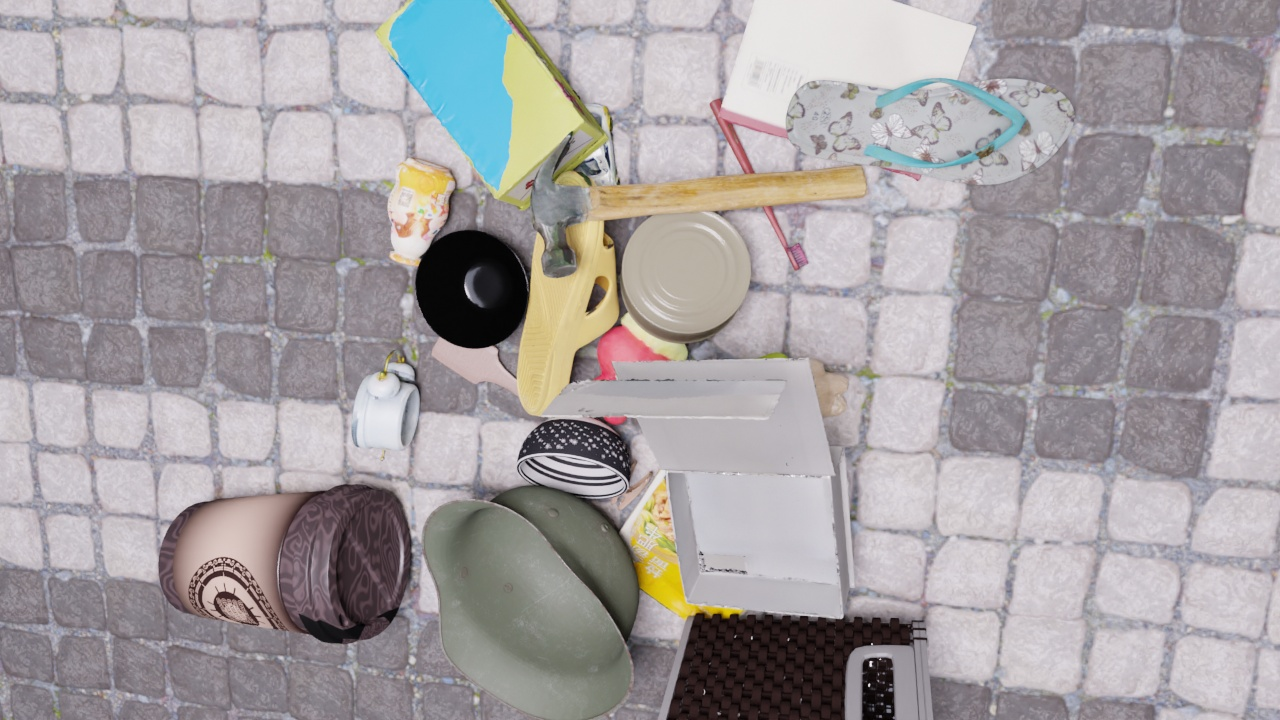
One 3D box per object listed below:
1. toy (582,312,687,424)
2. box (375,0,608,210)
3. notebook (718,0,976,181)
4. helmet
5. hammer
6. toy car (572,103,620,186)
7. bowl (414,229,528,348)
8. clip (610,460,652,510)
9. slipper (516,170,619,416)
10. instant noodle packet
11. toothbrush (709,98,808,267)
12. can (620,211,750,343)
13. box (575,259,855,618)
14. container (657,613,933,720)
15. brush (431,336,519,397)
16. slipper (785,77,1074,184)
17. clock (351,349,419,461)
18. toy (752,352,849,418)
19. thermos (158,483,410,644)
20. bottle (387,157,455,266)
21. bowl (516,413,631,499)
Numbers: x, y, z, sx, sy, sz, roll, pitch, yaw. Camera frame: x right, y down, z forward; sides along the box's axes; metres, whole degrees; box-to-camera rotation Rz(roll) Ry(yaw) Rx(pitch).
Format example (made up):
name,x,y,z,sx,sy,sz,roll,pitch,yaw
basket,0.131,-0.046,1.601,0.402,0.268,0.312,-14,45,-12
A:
name,x,y,z,sx,sy,sz,roll,pitch,yaw
toy,-0.006,0.006,0.969,0.091,0.045,0.135,34,99,3
box,-0.148,-0.273,0.907,0.124,0.079,0.221,-40,80,13
notebook,0.197,-0.278,0.887,0.209,0.012,0.153,18,104,1
helmet,-0.101,0.228,0.971,0.268,0.153,0.228,48,124,-8
hammer,0.060,-0.158,0.864,0.330,0.033,0.132,-7,72,-15
toy car,-0.050,-0.209,0.941,0.048,0.033,0.105,-6,101,9
bowl,-0.171,-0.078,0.977,0.124,0.052,0.124,2,101,10
clip,-0.018,0.134,1.009,0.045,0.025,0.061,42,108,0
slipper,-0.065,-0.059,0.937,0.078,0.099,0.264,0,121,-30
instant noodle packet,0.071,0.188,0.985,0.163,0.084,0.222,33,116,3
toothbrush,0.120,-0.178,0.926,0.016,0.016,0.190,-28,95,9
can,0.043,-0.084,0.909,0.128,0.073,0.127,0,86,0
box,0.088,0.068,0.810,0.166,0.108,0.419,-1,127,21
container,0.153,0.412,0.910,0.244,0.246,0.246,2,113,13
brush,-0.163,0.010,1.016,0.135,0.015,0.050,34,104,-4
slipper,0.272,-0.215,0.861,0.269,0.054,0.098,2,106,4
clock,-0.279,0.045,1.006,0.057,0.083,0.118,9,106,2
toy,0.156,0.037,0.949,0.118,0.043,0.092,0,100,8
thermos,-0.399,0.224,1.026,0.226,0.172,0.173,-2,101,16
bottle,-0.236,-0.156,0.967,0.063,0.063,0.109,20,104,5
bowl,-0.067,0.095,0.975,0.120,0.120,0.066,5,62,9
